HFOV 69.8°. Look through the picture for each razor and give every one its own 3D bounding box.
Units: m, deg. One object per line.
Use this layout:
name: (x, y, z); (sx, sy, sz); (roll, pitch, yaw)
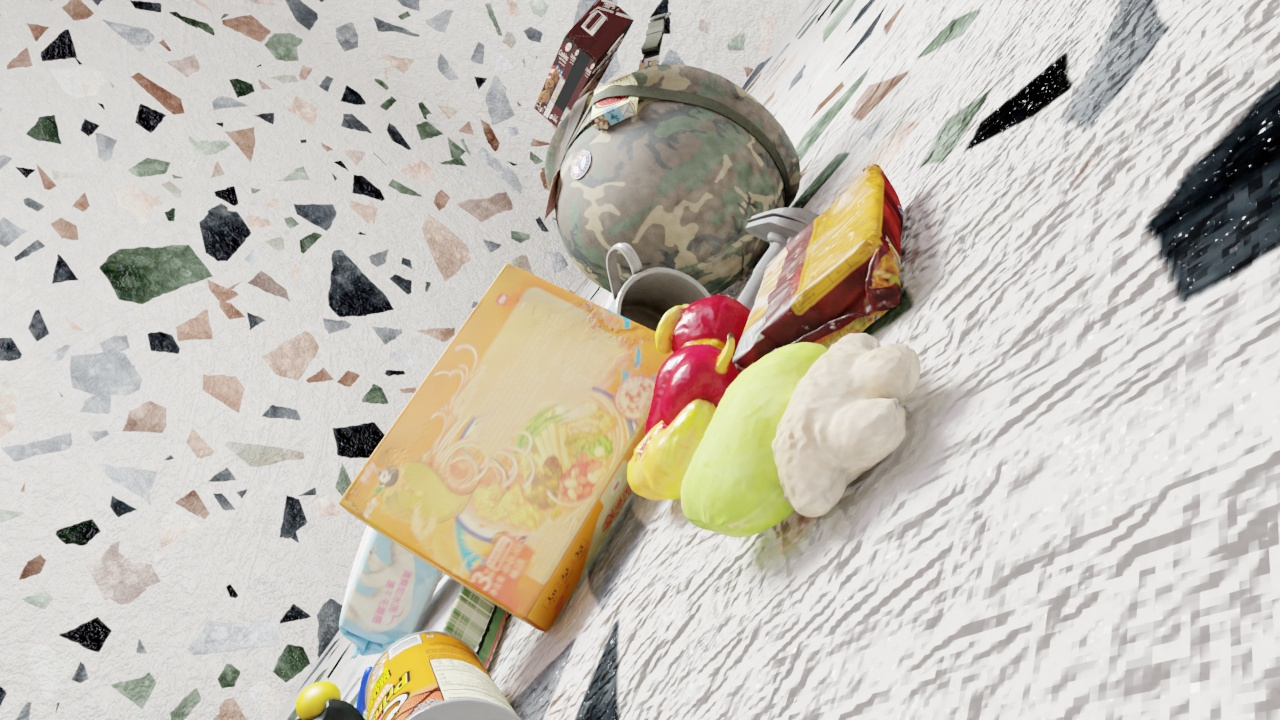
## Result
razor: (0.074, -0.041, 0.600); (0.116, 0.047, 0.088); (-61, 8, 1)

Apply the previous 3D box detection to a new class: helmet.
helmet: (0.022, -0.158, 0.790); (0.225, 0.193, 0.235); (9, 54, 31)

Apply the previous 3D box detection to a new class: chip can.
chip can: (-0.103, 0.191, 0.471); (0.075, 0.075, 0.215); (-55, 8, -16)

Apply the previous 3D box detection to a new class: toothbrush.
toothbrush: (-0.229, 0.299, 0.739); (0.016, 0.018, 0.183); (-76, 4, -53)

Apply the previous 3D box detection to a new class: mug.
mug: (0.003, -0.031, 0.697); (0.084, 0.113, 0.071); (-27, -8, -28)

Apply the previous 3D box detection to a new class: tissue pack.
tissue pack: (-0.188, 0.141, 0.749); (0.112, 0.070, 0.182); (-137, 68, -74)

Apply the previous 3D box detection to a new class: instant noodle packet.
instant noodle packet: (0.096, -0.042, 0.475); (0.099, 0.039, 0.135); (-49, 8, 31)

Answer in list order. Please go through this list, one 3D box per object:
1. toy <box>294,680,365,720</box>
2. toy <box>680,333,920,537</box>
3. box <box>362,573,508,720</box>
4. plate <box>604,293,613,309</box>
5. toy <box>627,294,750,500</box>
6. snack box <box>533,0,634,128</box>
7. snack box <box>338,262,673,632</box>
toy: (-0.210, 0.291, 0.599); (0.097, 0.100, 0.119); (-35, 31, -4)
toy: (0.061, 0.027, 0.356); (0.115, 0.046, 0.091); (-28, 26, 56)
box: (-0.146, 0.209, 0.735); (0.118, 0.050, 0.205); (-48, 9, 14)
plate: (-0.009, -0.086, 1.079); (0.242, 0.016, 0.243); (-61, -6, -11)
toy: (0.031, 0.016, 0.513); (0.137, 0.067, 0.106); (-65, 6, -35)
snack box: (-0.052, -0.251, 0.786); (0.051, 0.032, 0.141); (-53, 8, -16)
snack box: (-0.072, 0.056, 0.603); (0.195, 0.145, 0.081); (-58, -20, -17)
